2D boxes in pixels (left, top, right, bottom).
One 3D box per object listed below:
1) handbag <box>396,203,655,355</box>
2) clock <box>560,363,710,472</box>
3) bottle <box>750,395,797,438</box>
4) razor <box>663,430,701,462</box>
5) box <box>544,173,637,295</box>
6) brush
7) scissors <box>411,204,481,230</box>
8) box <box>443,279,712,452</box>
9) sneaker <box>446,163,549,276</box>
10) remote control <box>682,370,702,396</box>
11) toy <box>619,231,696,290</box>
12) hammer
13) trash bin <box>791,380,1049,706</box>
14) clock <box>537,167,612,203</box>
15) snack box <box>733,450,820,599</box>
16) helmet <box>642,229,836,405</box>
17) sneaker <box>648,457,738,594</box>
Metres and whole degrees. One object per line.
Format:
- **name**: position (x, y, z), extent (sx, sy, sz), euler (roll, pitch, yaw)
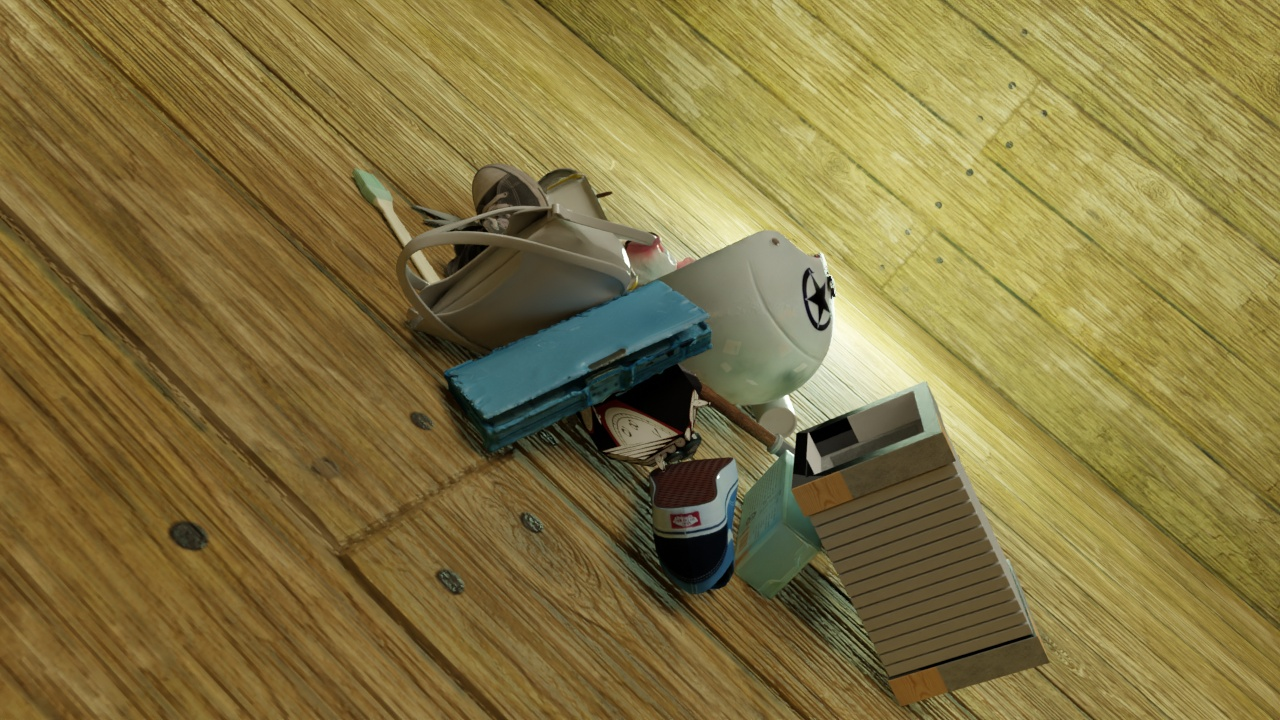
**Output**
- **handbag**: position (-0.119, -0.087, 0.827), extent (0.222, 0.216, 0.095), euler (16, 47, -55)
- **clock**: position (-0.020, 0.031, 0.877), extent (0.155, 0.114, 0.065), euler (33, -7, 18)
- **bottle**: position (0.175, 0.038, 1.290), extent (0.052, 0.053, 0.195), euler (32, 21, -18)
- **razor**: position (0.031, 0.062, 1.015), extent (0.052, 0.047, 0.142), euler (55, 6, -33)
- **box**: position (-0.094, -0.145, 1.125), extent (0.039, 0.129, 0.209), euler (85, -17, -54)
- **brush**: position (-0.255, -0.136, 0.986), extent (0.033, 0.012, 0.217), euler (10, 37, -54)
- **scissors**: position (-0.191, -0.168, 1.152), extent (0.225, 0.016, 0.161), euler (19, 30, -39)
- **box**: position (-0.051, -0.006, 0.812), extent (0.231, 0.049, 0.093), euler (-25, 52, -22)
- **sneaker**: position (-0.165, -0.146, 1.032), extent (0.119, 0.095, 0.234), euler (15, 45, -47)
- **remote control**: position (0.011, 0.005, 0.968), extent (0.136, 0.015, 0.032), euler (23, 26, -32)
- **toy**: position (0.005, -0.114, 1.223), extent (0.213, 0.142, 0.084), euler (26, 61, -59)
- **hammer**: position (0.126, 0.075, 1.058), extent (0.322, 0.043, 0.155), euler (36, 44, -14)
- **trash bin**: position (0.268, 0.176, 0.900), extent (0.247, 0.143, 0.142), euler (62, 18, -10)
- **clock**: position (-0.118, -0.214, 1.274), extent (0.148, 0.104, 0.056), euler (16, -5, 34)
- **snack box**: position (0.142, 0.163, 0.940), extent (0.053, 0.075, 0.174), euler (37, 20, -3)
- **helmet**: position (0.136, -0.027, 1.147), extent (0.264, 0.237, 0.163), euler (33, 43, -55)
- **sneaker**: position (0.051, 0.152, 0.849), extent (0.241, 0.083, 0.098), euler (-41, 123, -80)
